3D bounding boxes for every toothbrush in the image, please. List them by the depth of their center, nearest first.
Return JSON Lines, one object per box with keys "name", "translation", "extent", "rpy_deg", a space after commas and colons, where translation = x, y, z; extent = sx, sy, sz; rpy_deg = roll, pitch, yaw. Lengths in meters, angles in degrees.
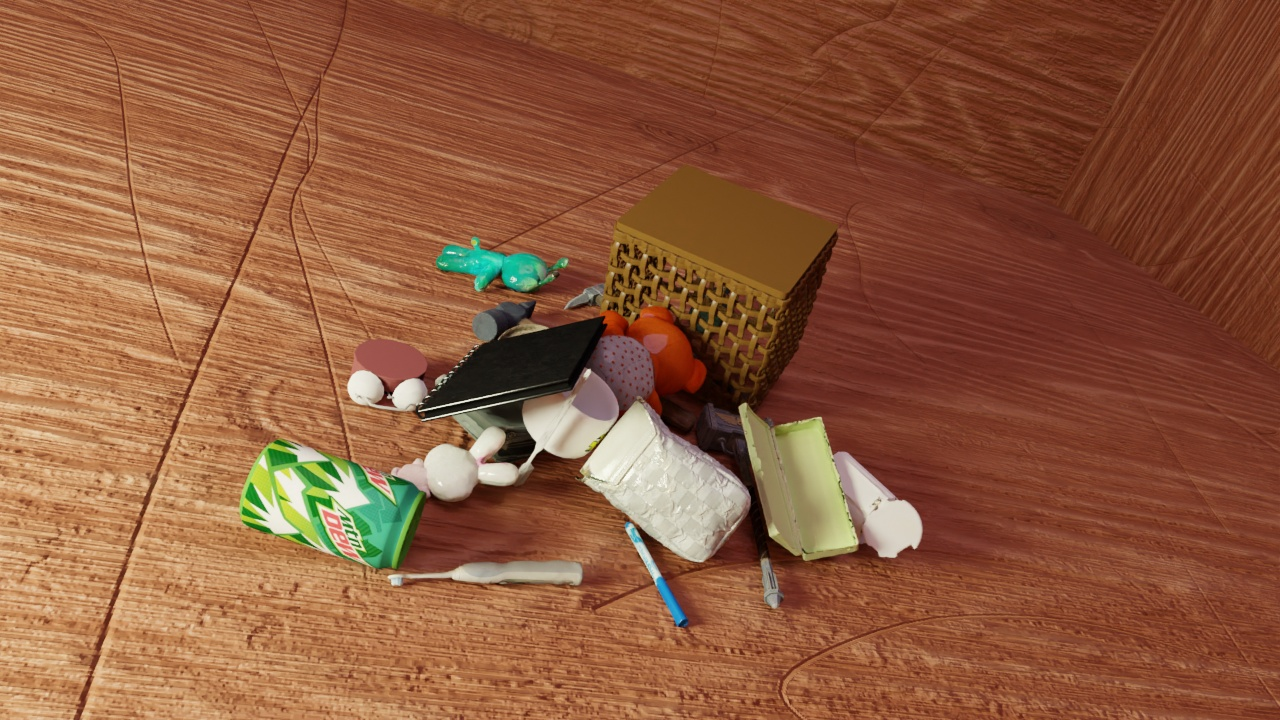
{"name": "toothbrush", "translation": [-0.142, 0.200, 0.860], "extent": [0.185, 0.024, 0.022], "rpy_deg": [6, -8, -26]}
{"name": "toothbrush", "translation": [-0.091, 0.072, 0.954], "extent": [0.010, 0.182, 0.010], "rpy_deg": [49, 35, 21]}

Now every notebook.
{"name": "notebook", "translation": [-0.135, 0.005, 1.008], "extent": [0.169, 0.019, 0.231], "rpy_deg": [-12, 16, 11]}

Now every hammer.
{"name": "hammer", "translation": [0.133, 0.169, 1.088], "extent": [0.098, 0.044, 0.321], "rpy_deg": [14, 31, -12]}
{"name": "hammer", "translation": [-0.065, 0.008, 1.243], "extent": [0.322, 0.040, 0.129], "rpy_deg": [30, 25, 15]}
{"name": "hammer", "translation": [0.034, -0.026, 1.375], "extent": [0.317, 0.028, 0.146], "rpy_deg": [36, 37, 27]}

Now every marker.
{"name": "marker", "translation": [0.015, 0.217, 0.947], "extent": [0.013, 0.013, 0.141], "rpy_deg": [3, 32, -30]}

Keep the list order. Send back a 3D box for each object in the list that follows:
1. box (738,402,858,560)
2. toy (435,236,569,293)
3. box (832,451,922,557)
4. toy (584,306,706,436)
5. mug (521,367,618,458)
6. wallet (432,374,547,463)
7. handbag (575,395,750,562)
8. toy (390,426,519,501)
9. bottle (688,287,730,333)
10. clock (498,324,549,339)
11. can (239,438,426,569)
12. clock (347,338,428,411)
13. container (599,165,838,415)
{"name": "box", "translation": [0.179, 0.143, 1.084], "extent": [0.133, 0.061, 0.187], "rpy_deg": [13, 44, -24]}
{"name": "toy", "translation": [-0.209, -0.145, 1.383], "extent": [0.193, 0.072, 0.130], "rpy_deg": [11, 29, 0]}
{"name": "box", "translation": [0.272, 0.180, 1.111], "extent": [0.081, 0.092, 0.160], "rpy_deg": [-32, 53, -19]}
{"name": "toy", "translation": [-0.007, 0.007, 1.158], "extent": [0.172, 0.093, 0.163], "rpy_deg": [-25, 82, -35]}
{"name": "mug", "translation": [-0.075, 0.053, 1.024], "extent": [0.094, 0.068, 0.115], "rpy_deg": [41, 27, 1]}
{"name": "wallet", "translation": [-0.168, 0.061, 1.059], "extent": [0.132, 0.054, 0.100], "rpy_deg": [39, 21, 31]}
{"name": "handbag", "translation": [0.031, 0.136, 1.002], "extent": [0.171, 0.112, 0.123], "rpy_deg": [38, -4, 7]}
{"name": "toy", "translation": [-0.194, 0.115, 0.953], "extent": [0.125, 0.037, 0.076], "rpy_deg": [-16, 51, -17]}
{"name": "bottle", "translation": [0.126, -0.098, 1.538], "extent": [0.055, 0.055, 0.173], "rpy_deg": [25, 27, 7]}
{"name": "clock", "translation": [-0.126, 0.016, 1.156], "extent": [0.092, 0.055, 0.141], "rpy_deg": [-33, 62, -32]}
{"name": "can", "translation": [-0.274, 0.131, 0.827], "extent": [0.144, 0.083, 0.082], "rpy_deg": [19, 28, -4]}
{"name": "clock", "translation": [-0.290, 0.020, 1.054], "extent": [0.087, 0.044, 0.124], "rpy_deg": [10, 30, -20]}
{"name": "container", "translation": [0.104, -0.101, 1.289], "extent": [0.252, 0.215, 0.218], "rpy_deg": [25, 41, 16]}
